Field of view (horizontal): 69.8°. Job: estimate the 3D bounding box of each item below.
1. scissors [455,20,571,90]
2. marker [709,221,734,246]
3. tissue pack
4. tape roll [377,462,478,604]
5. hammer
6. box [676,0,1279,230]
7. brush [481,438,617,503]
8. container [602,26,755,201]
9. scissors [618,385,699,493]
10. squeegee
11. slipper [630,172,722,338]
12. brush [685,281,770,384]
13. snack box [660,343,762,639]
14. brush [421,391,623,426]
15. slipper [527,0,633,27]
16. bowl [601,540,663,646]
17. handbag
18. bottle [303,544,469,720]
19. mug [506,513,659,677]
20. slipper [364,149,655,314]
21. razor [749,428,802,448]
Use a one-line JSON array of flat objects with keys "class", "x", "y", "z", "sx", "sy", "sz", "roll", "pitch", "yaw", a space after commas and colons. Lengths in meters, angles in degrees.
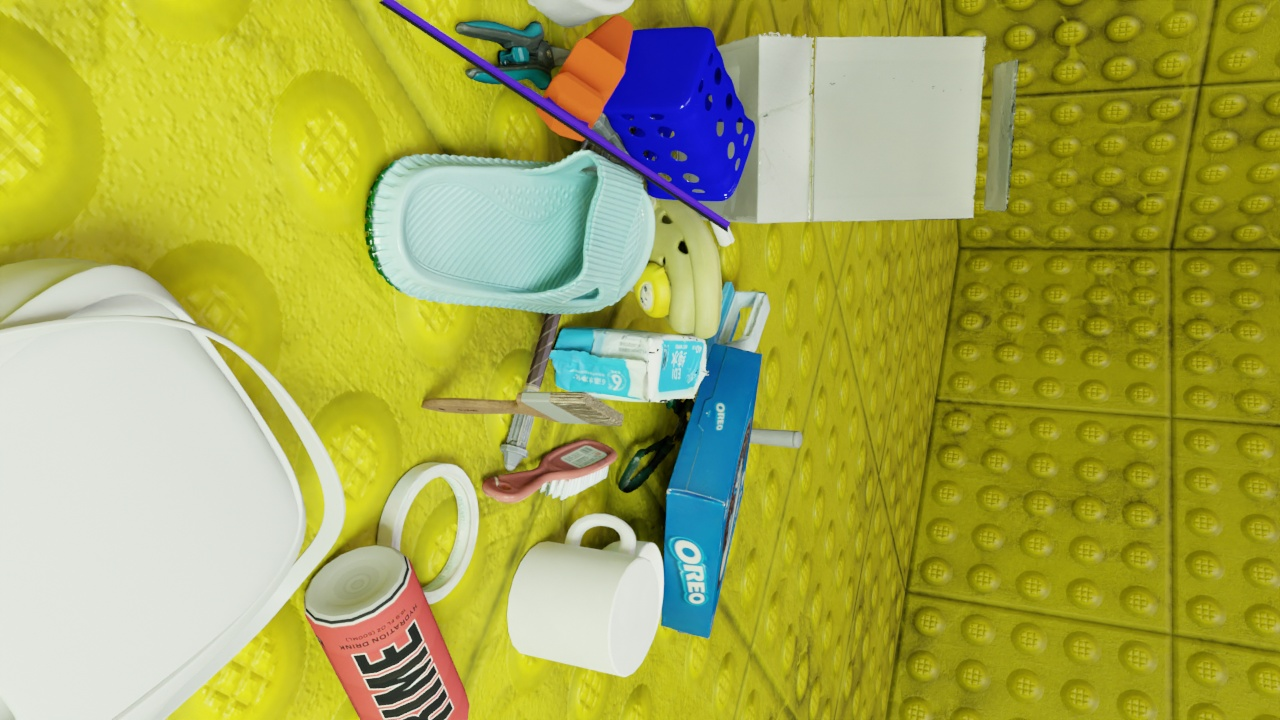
[{"class": "scissors", "x": -0.086, "y": -0.215, "z": 0.665, "sx": 0.129, "sy": 0.019, "sz": 0.138, "roll": 51, "pitch": 44, "yaw": -49}, {"class": "marker", "x": 0.080, "y": -0.175, "z": 1.028, "sx": 0.017, "sy": 0.020, "sz": 0.133, "roll": -63, "pitch": 148, "yaw": -22}, {"class": "tissue pack", "x": -0.005, "y": 0.005, "z": 0.787, "sx": 0.144, "sy": 0.093, "sz": 0.061, "roll": -2, "pitch": 98, "yaw": -65}, {"class": "tape roll", "x": -0.139, "y": 0.114, "z": 0.608, "sx": 0.093, "sy": 0.013, "sz": 0.093, "roll": 4, "pitch": 90, "yaw": -65}, {"class": "hammer", "x": -0.059, "y": -0.070, "z": 0.727, "sx": 0.098, "sy": 0.044, "sz": 0.321, "roll": 43, "pitch": 58, "yaw": -59}, {"class": "box", "x": 0.244, "y": -0.204, "z": 0.806, "sx": 0.148, "sy": 0.507, "sz": 0.167, "roll": -21, "pitch": 113, "yaw": -58}, {"class": "brush", "x": -0.071, "y": 0.095, "z": 0.728, "sx": 0.172, "sy": 0.041, "sz": 0.030, "roll": -14, "pitch": 123, "yaw": -63}, {"class": "container", "x": 0.031, "y": -0.195, "z": 0.733, "sx": 0.113, "sy": 0.084, "sz": 0.085, "roll": 49, "pitch": 54, "yaw": -55}, {"class": "scissors", "x": 0.026, "y": 0.086, "z": 0.933, "sx": 0.154, "sy": 0.015, "sz": 0.209, "roll": -59, "pitch": 164, "yaw": -10}, {"class": "squeegee", "x": -0.036, "y": -0.196, "z": 0.638, "sx": 0.055, "sy": 0.249, "sz": 0.184, "roll": -49, "pitch": -165, "yaw": 41}, {"class": "slipper", "x": 0.011, "y": -0.096, "z": 0.792, "sx": 0.092, "sy": 0.081, "sz": 0.190, "roll": 94, "pitch": -21, "yaw": -44}, {"class": "brush", "x": 0.090, "y": -0.023, "z": 1.007, "sx": 0.055, "sy": 0.075, "sz": 0.135, "roll": 68, "pitch": 35, "yaw": -42}, {"class": "snack box", "x": 0.071, "y": 0.134, "z": 0.928, "sx": 0.239, "sy": 0.056, "sz": 0.195, "roll": 90, "pitch": 15, "yaw": -45}, {"class": "brush", "x": -0.081, "y": 0.029, "z": 0.567, "sx": 0.045, "sy": 0.143, "sz": 0.008, "roll": 35, "pitch": 61, "yaw": -52}, {"class": "slipper", "x": -0.077, "y": -0.302, "z": 0.628, "sx": 0.246, "sy": 0.075, "sz": 0.112, "roll": 16, "pitch": 64, "yaw": -63}, {"class": "bowl", "x": -0.020, "y": 0.213, "z": 0.827, "sx": 0.104, "sy": 0.054, "sz": 0.105, "roll": 4, "pitch": 89, "yaw": -71}, {"class": "handbag", "x": -0.226, "y": 0.091, "z": 0.332, "sx": 0.222, "sy": 0.096, "sz": 0.216, "roll": -55, "pitch": 139, "yaw": -40}, {"class": "bottle", "x": -0.143, "y": 0.196, "z": 0.555, "sx": 0.062, "sy": 0.062, "sz": 0.177, "roll": -54, "pitch": 140, "yaw": -49}, {"class": "mug", "x": -0.041, "y": 0.183, "z": 0.737, "sx": 0.091, "sy": 0.090, "sz": 0.121, "roll": 45, "pitch": 53, "yaw": -58}, {"class": "slipper", "x": -0.062, "y": -0.086, "z": 0.628, "sx": 0.275, "sy": 0.070, "sz": 0.116, "roll": -6, "pitch": 104, "yaw": -52}, {"class": "razor", "x": 0.129, "y": 0.087, "z": 1.058, "sx": 0.047, "sy": 0.116, "sz": 0.088, "roll": 29, "pitch": 67, "yaw": -57}]
